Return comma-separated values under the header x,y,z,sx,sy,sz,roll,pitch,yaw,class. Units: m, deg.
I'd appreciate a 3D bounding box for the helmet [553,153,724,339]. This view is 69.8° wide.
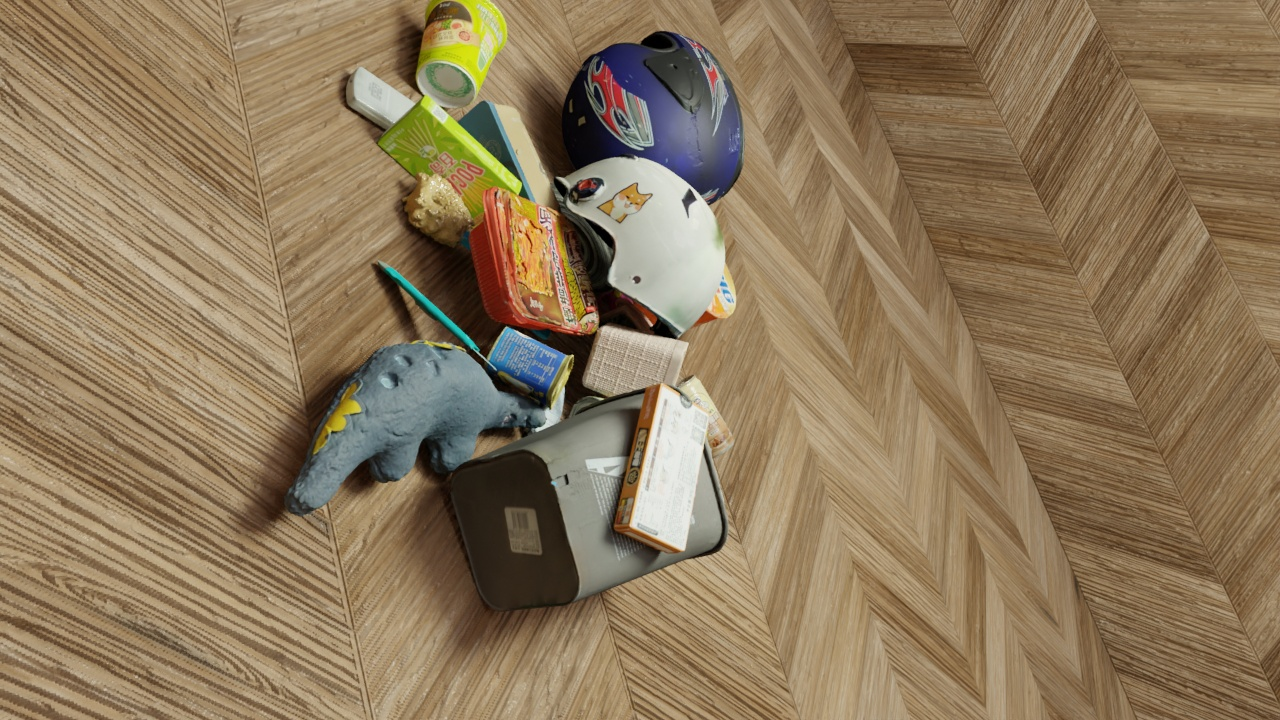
x,y,z,sx,sy,sz,roll,pitch,yaw,class
0.016,-0.168,1.200,0.274,0.157,0.230,60,7,31,helmet

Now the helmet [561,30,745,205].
x,y,z,sx,sy,sz,roll,pitch,yaw,class
0.000,-0.360,1.379,0.240,0.248,0.315,-2,60,-31,helmet

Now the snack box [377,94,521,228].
x,y,z,sx,sy,sz,roll,pitch,yaw,class
-0.228,-0.236,1.105,0.156,0.086,0.026,42,36,-29,snack box

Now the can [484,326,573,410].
x,y,z,sx,sy,sz,roll,pitch,yaw,class
-0.125,0.008,1.033,0.083,0.102,0.057,26,78,0,can

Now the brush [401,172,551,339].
x,y,z,sx,sy,sz,roll,pitch,yaw,class
-0.194,-0.121,1.117,0.254,0.046,0.083,51,31,-24,brush

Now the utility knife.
x,y,z,sx,sy,sz,roll,pitch,yaw,class
-0.218,-0.047,0.986,0.182,0.013,0.029,41,-2,12,utility knife

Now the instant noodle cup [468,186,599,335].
x,y,z,sx,sy,sz,roll,pitch,yaw,class
-0.133,-0.106,1.087,0.188,0.079,0.164,13,60,-61,instant noodle cup

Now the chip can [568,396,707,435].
x,y,z,sx,sy,sz,roll,pitch,yaw,class
0.001,0.087,1.197,0.210,0.071,0.071,8,61,-52,chip can

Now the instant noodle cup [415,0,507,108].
x,y,z,sx,sy,sz,roll,pitch,yaw,class
-0.240,-0.399,1.198,0.111,0.112,0.123,34,49,-36,instant noodle cup

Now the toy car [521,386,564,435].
x,y,z,sx,sy,sz,roll,pitch,yaw,class
-0.113,0.060,1.095,0.043,0.034,0.090,41,39,-34,toy car

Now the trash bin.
x,y,z,sx,sy,sz,roll,pitch,yaw,class
-0.056,0.148,0.960,0.219,0.199,0.199,-14,87,-51,trash bin

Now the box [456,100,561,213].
x,y,z,sx,sy,sz,roll,pitch,yaw,class
-0.177,-0.247,1.182,0.061,0.090,0.184,-17,78,-56,box

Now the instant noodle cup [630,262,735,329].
x,y,z,sx,sy,sz,roll,pitch,yaw,class
0.056,-0.110,1.381,0.151,0.112,0.151,33,42,-37,instant noodle cup

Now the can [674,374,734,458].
x,y,z,sx,sy,sz,roll,pitch,yaw,class
0.085,0.083,1.328,0.116,0.059,0.058,59,33,-5,can

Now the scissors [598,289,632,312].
x,y,z,sx,sy,sz,roll,pitch,yaw,class
-0.055,-0.119,1.329,0.073,0.017,0.137,-11,71,-47,scissors

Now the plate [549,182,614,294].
x,y,z,sx,sy,sz,roll,pitch,yaw,class
-0.098,-0.168,1.290,0.179,0.024,0.179,33,41,-36,plate

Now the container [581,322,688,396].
x,y,z,sx,sy,sz,roll,pitch,yaw,class
-0.007,0.007,1.149,0.111,0.090,0.090,19,10,3,container

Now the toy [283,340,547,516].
x,y,z,sx,sy,sz,roll,pitch,yaw,class
-0.213,0.049,0.904,0.355,0.092,0.138,-12,87,-60,toy

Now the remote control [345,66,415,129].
x,y,z,sx,sy,sz,roll,pitch,yaw,class
-0.291,-0.296,1.120,0.150,0.021,0.058,30,45,-41,remote control

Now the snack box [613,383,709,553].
x,y,z,sx,sy,sz,roll,pitch,yaw,class
0.024,0.106,0.906,0.075,0.026,0.153,31,59,-33,snack box

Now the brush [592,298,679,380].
x,y,z,sx,sy,sz,roll,pitch,yaw,class
0.004,-0.018,1.286,0.145,0.063,0.072,47,46,-24,brush
